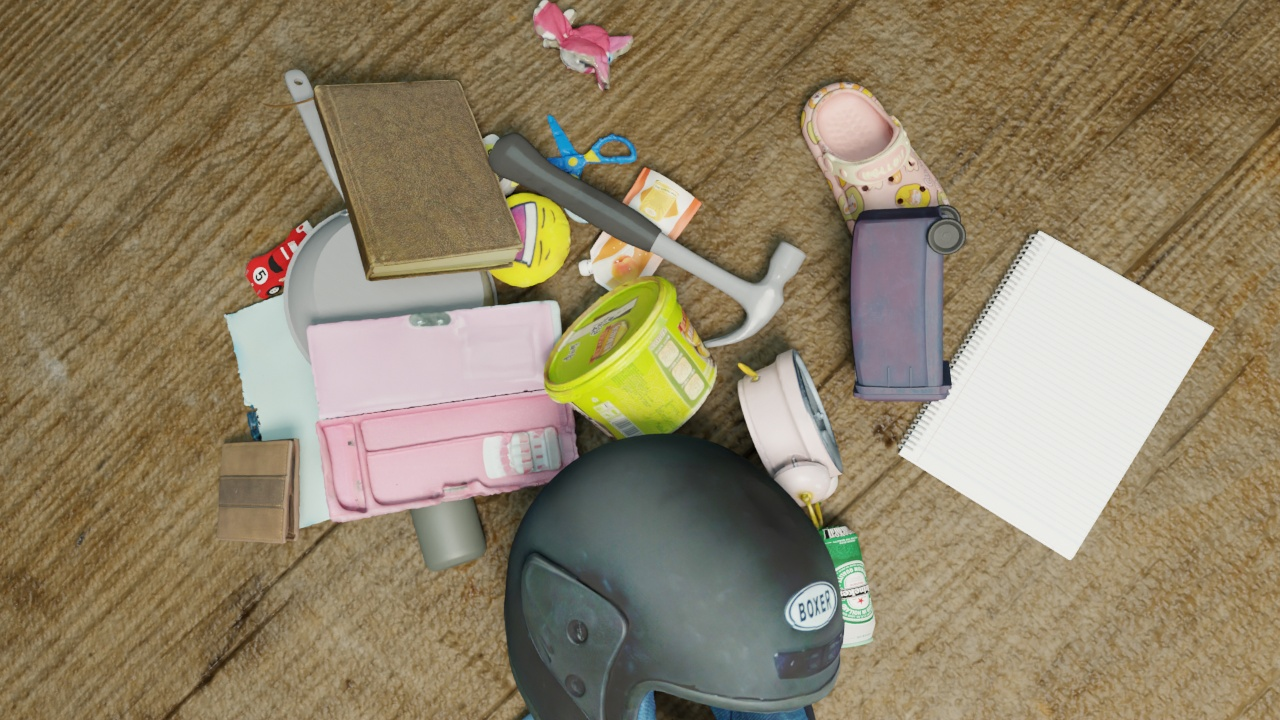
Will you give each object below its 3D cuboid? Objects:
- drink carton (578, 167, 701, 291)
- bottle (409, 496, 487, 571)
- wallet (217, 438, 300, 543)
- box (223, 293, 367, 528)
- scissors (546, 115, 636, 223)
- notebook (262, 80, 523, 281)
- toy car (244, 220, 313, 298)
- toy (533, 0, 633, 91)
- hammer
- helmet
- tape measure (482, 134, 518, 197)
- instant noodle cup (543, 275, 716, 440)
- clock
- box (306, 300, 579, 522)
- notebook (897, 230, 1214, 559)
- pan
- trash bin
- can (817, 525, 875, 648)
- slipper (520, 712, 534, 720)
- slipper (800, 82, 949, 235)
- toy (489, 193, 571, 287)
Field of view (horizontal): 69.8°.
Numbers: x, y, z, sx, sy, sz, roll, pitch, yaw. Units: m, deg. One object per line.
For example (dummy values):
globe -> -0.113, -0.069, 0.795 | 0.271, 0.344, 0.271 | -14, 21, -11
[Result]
drink carton -> -0.003, -0.121, 0.898 | 0.069, 0.039, 0.122 | 34, 94, 10
bottle -> -0.187, 0.141, 0.870 | 0.060, 0.060, 0.108 | -19, 80, 5
wallet -> -0.372, 0.127, 0.892 | 0.121, 0.026, 0.098 | -7, 80, 37
box -> -0.319, 0.036, 0.910 | 0.171, 0.071, 0.243 | -24, 78, 36
scissors -> -0.066, -0.191, 0.926 | 0.125, 0.015, 0.127 | 2, 79, 13
notebook -> -0.231, -0.174, 0.862 | 0.189, 0.035, 0.215 | -10, 66, -27
toy car -> -0.367, -0.104, 0.947 | 0.089, 0.025, 0.038 | -35, 79, 2
toy -> -0.064, -0.319, 0.926 | 0.102, 0.050, 0.065 | 31, 65, -8
hammer -> -0.007, -0.121, 0.869 | 0.311, 0.029, 0.125 | 30, 99, 2
helmet -> 0.040, 0.199, 0.713 | 0.316, 0.248, 0.236 | 49, 120, 29
tape measure -> -0.155, -0.190, 0.930 | 0.065, 0.017, 0.064 | -38, 71, 2
instant noodle cup -> -0.005, 0.005, 0.820 | 0.146, 0.146, 0.098 | -43, 113, 0
clock -> 0.137, 0.071, 0.809 | 0.059, 0.116, 0.158 | -21, 79, 15
box -> -0.175, 0.042, 0.837 | 0.232, 0.039, 0.179 | -6, 88, -22
notebook -> 0.374, 0.027, 0.833 | 0.178, 0.013, 0.245 | 32, 87, 10
pan -> -0.263, -0.130, 0.877 | 0.200, 0.051, 0.356 | -22, 86, -27
trash bin -> 0.231, -0.048, 0.796 | 0.092, 0.093, 0.161 | 0, 106, 17
can -> 0.175, 0.199, 0.814 | 0.053, 0.053, 0.101 | -11, 80, 6
slipper -> -0.104, 0.385, 0.825 | 0.214, 0.059, 0.104 | -37, 77, 3
slipper -> 0.220, -0.182, 0.849 | 0.093, 0.081, 0.197 | -26, 77, 2
toy -> -0.113, -0.119, 0.906 | 0.094, 0.041, 0.095 | 2, 80, 13
